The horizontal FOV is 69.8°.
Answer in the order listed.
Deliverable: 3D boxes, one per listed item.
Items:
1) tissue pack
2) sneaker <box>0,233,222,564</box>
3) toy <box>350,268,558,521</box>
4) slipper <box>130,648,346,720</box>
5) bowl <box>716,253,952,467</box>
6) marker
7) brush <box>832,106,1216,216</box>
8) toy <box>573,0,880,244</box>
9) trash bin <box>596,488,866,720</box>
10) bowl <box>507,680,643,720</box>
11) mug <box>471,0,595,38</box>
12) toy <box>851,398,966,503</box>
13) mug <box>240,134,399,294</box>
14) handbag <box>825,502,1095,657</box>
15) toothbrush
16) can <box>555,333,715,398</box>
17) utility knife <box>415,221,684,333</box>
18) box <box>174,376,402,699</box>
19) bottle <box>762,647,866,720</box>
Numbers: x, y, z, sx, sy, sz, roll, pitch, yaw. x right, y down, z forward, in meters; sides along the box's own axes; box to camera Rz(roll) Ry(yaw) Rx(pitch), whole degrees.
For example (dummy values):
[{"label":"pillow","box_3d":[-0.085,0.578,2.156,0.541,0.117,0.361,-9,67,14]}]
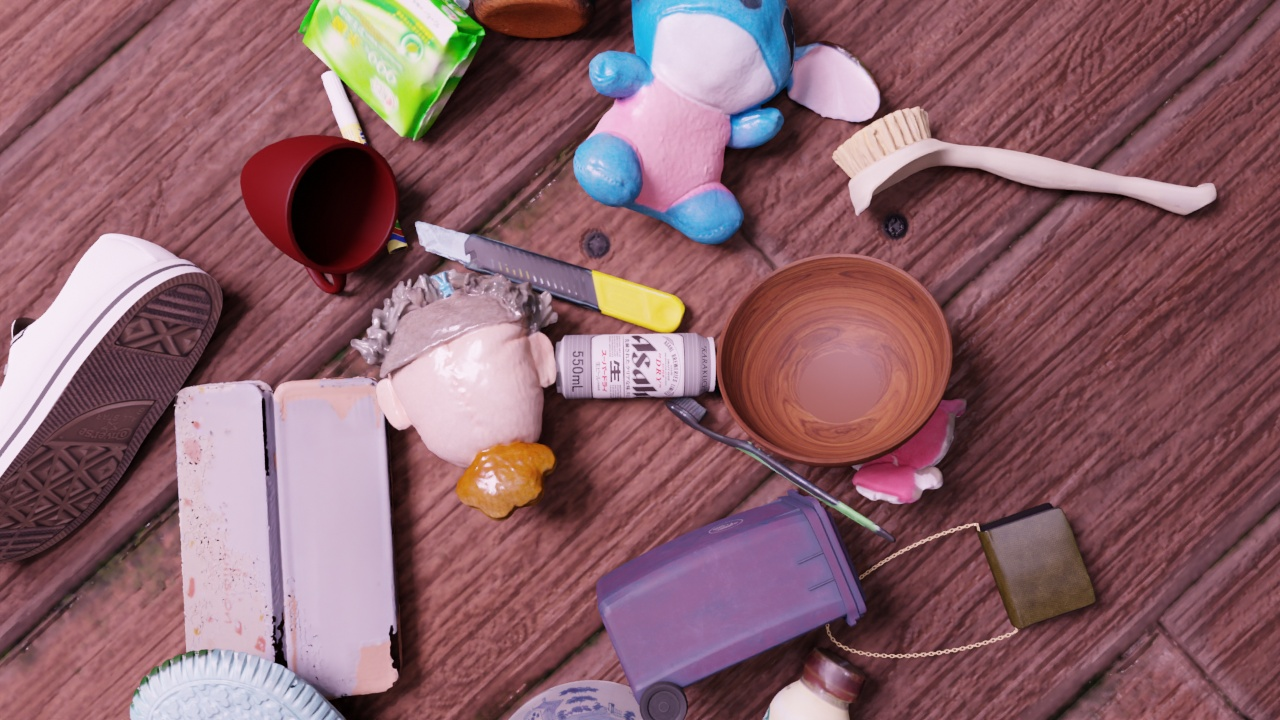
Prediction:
[{"label":"tissue pack","box_3d":[-0.166,-0.218,0.612,0.114,0.034,0.100,44,125,2]},{"label":"sneaker","box_3d":[-0.389,0.019,0.607,0.097,0.091,0.245,35,93,19]},{"label":"toy","box_3d":[-0.107,0.019,0.603,0.133,0.076,0.175,-20,76,7]},{"label":"slipper","box_3d":[-0.214,0.287,0.608,0.116,0.069,0.276,-28,107,6]},{"label":"bowl","box_3d":[0.129,0.009,0.610,0.147,0.069,0.147,-8,63,15]},{"label":"marker","box_3d":[-0.193,-0.139,0.642,0.014,0.014,0.132,-22,90,-1]},{"label":"brush","box_3d":[0.267,-0.129,0.634,0.272,0.062,0.077,4,93,-5]},{"label":"toy","box_3d":[0.045,-0.175,0.610,0.224,0.099,0.191,19,91,-28]},{"label":"trash bin","box_3d":[0.059,0.157,0.605,0.161,0.094,0.092,-23,90,-4]},{"label":"bowl","box_3d":[-0.036,0.298,0.618,0.151,0.057,0.150,0,89,-1]},{"label":"mug","box_3d":[-0.066,-0.267,0.598,0.084,0.111,0.081,-1,91,-21]},{"label":"toy","box_3d":[0.180,0.060,0.630,0.065,0.050,0.102,20,59,19]},{"label":"mug","box_3d":[-0.223,-0.099,0.615,0.088,0.086,0.114,22,128,31]},{"label":"handbag","box_3d":[0.218,0.162,0.645,0.178,0.027,0.084,-20,90,4]},{"label":"toothbrush","box_3d":[0.086,0.065,0.592,0.188,0.014,0.017,30,73,37]},{"label":"can","box_3d":[-0.004,0.004,0.628,0.106,0.044,0.044,-1,89,-1]},{"label":"utility knife","box_3d":[-0.065,-0.060,0.640,0.198,0.020,0.028,19,87,-2]},{"label":"box","box_3d":[-0.241,0.120,0.627,0.157,0.063,0.216,-3,90,10]},{"label":"bottle","box_3d":[0.099,0.275,0.621,0.056,0.056,0.162,28,88,-1]}]
